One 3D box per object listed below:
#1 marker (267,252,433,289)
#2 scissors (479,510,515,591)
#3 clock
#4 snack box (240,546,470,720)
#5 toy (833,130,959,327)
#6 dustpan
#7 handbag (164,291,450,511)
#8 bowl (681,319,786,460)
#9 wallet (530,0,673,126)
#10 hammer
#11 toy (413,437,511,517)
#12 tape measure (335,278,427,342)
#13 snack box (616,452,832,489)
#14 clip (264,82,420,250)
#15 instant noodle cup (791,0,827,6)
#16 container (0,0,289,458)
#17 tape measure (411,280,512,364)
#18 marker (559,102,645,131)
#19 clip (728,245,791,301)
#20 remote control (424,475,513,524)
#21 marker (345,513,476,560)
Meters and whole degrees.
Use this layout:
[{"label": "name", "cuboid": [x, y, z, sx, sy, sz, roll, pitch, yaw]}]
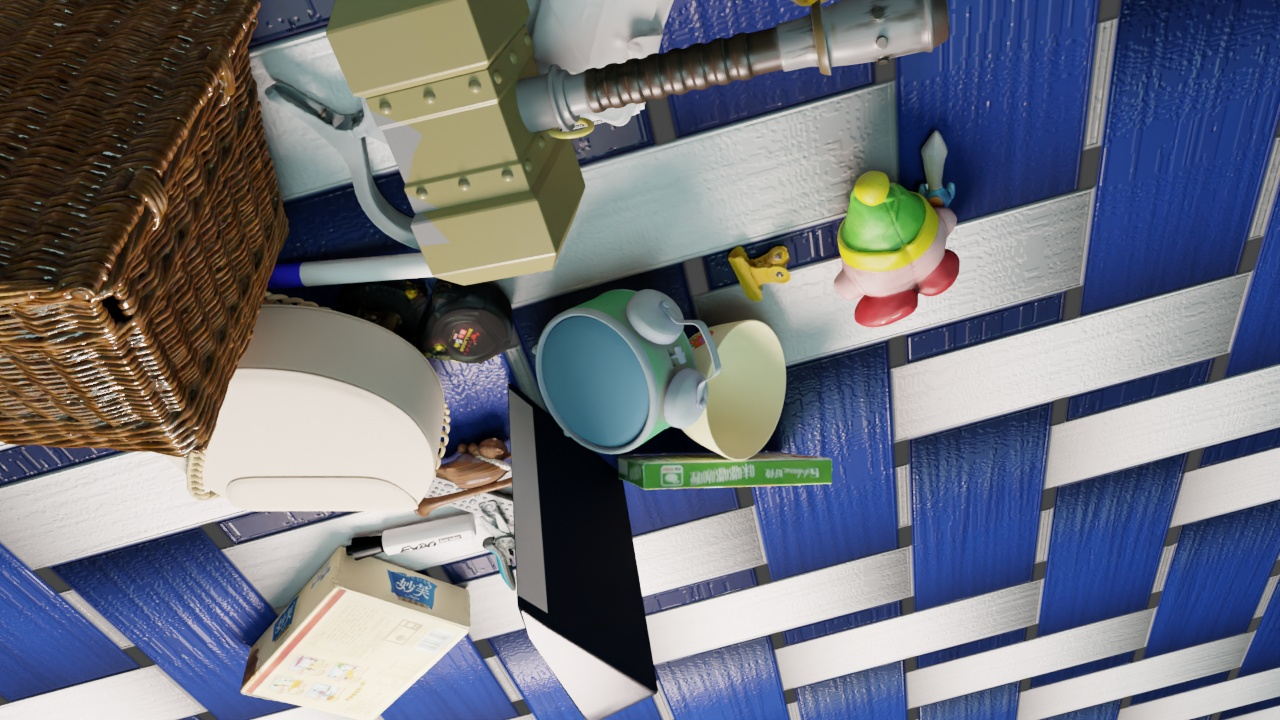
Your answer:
[{"label": "marker", "cuboid": [-0.209, -0.067, 0.684, 0.141, 0.020, 0.020, -4, 131, 7]}, {"label": "scissors", "cuboid": [-0.126, 0.198, 0.939, 0.149, 0.019, 0.123, 26, 129, -29]}, {"label": "clock", "cuboid": [-0.004, 0.004, 0.722, 0.162, 0.075, 0.122, -14, 99, 41]}, {"label": "snack box", "cuboid": [-0.300, 0.296, 0.969, 0.153, 0.055, 0.208, 28, 120, -30]}, {"label": "toy", "cuboid": [0.201, -0.100, 0.713, 0.124, 0.096, 0.131, -30, 110, 6]}, {"label": "dustpan", "cuboid": [-0.053, 0.190, 0.808, 0.080, 0.236, 0.273, -33, 128, 17]}, {"label": "handbag", "cuboid": [-0.263, 0.051, 0.712, 0.211, 0.103, 0.209, 0, 142, 2]}, {"label": "bowl", "cuboid": [0.062, 0.021, 0.788, 0.074, 0.117, 0.118, 8, 146, 41]}, {"label": "wallet", "cuboid": [-0.027, -0.214, 0.592, 0.086, 0.032, 0.116, 13, 123, -6]}, {"label": "hammer", "cuboid": [0.010, -0.168, 0.538, 0.325, 0.100, 0.190, -8, 123, 15]}, {"label": "toy", "cuboid": [-0.158, 0.103, 0.836, 0.102, 0.054, 0.041, -16, 168, 5]}, {"label": "tape measure", "cuboid": [-0.203, -0.039, 0.714, 0.062, 0.038, 0.067, 18, 125, -23]}, {"label": "snack box", "cuboid": [0.071, 0.100, 0.838, 0.168, 0.132, 0.027, 0, 87, -11]}, {"label": "clip", "cuboid": [-0.163, -0.150, 0.636, 0.108, 0.028, 0.163, -29, 131, 13]}, {"label": "instant noodle cup", "cuboid": [0.077, -0.269, 0.544, 0.108, 0.102, 0.102, 17, 125, -35]}, {"label": "container", "cuboid": [-0.312, -0.074, 0.530, 0.162, 0.249, 0.184, 4, 140, -1]}, {"label": "tape measure", "cuboid": [-0.139, -0.030, 0.733, 0.072, 0.042, 0.072, 17, 124, -18]}, {"label": "marker", "cuboid": [-0.061, -0.168, 0.647, 0.133, 0.017, 0.020, -13, 168, 0]}, {"label": "clip", "cuboid": [0.102, -0.072, 0.752, 0.046, 0.035, 0.053, -20, 130, 15]}, {"label": "remote control", "cuboid": [-0.151, 0.137, 0.890, 0.136, 0.013, 0.033, 22, 123, -27]}, {"label": "marker", "cuboid": [-0.225, 0.174, 0.900, 0.126, 0.025, 0.025, -11, 131, -2]}]
